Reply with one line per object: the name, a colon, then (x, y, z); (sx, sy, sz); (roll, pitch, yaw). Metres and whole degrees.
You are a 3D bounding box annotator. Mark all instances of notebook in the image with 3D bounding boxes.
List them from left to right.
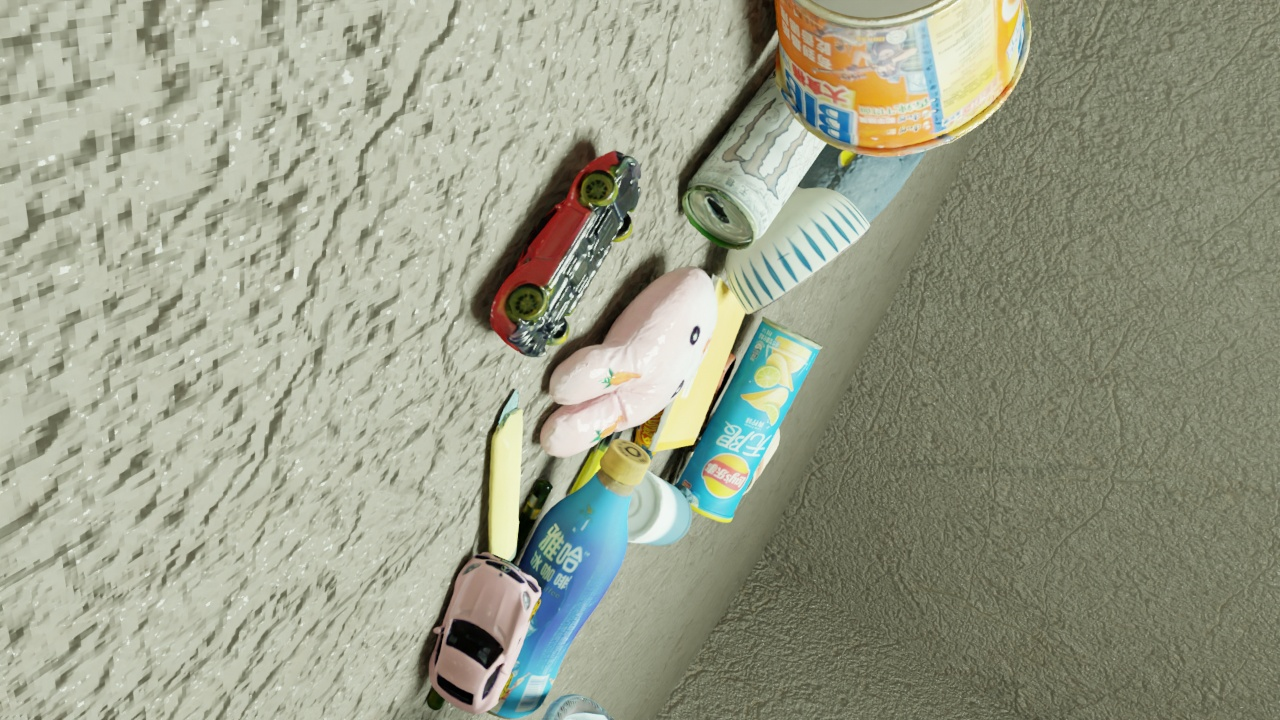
notebook: (0.055, 0.009, 0.800); (0.206, 0.010, 0.146); (14, 97, -78)

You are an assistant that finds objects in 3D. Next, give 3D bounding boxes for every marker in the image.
marker: (-0.021, 0.052, 0.698); (0.124, 0.015, 0.018); (-64, 165, 1)

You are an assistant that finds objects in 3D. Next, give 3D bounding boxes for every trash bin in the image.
trash bin: (-0.098, 0.376, 0.634); (0.195, 0.226, 0.226); (-24, 168, 10)

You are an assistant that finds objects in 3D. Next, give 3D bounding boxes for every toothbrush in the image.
toothbrush: (-0.104, 0.163, 0.635); (0.186, 0.012, 0.017); (-63, 170, 10)

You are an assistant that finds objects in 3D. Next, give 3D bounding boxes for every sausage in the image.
sausage: (0.011, 0.039, 0.757); (0.021, 0.021, 0.165); (-49, 161, -36)

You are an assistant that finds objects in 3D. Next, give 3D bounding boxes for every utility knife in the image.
utility knife: (-0.080, 0.079, 0.553); (0.030, 0.018, 0.163); (-52, 165, -43)

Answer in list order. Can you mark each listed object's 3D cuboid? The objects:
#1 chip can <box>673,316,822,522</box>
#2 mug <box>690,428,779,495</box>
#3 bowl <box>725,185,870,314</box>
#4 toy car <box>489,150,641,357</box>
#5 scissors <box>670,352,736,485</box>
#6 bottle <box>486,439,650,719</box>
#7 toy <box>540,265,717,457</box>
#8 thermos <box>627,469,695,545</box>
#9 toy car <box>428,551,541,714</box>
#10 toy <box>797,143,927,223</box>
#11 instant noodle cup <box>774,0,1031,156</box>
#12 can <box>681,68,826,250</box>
chip can: (0.110, 0.062, 0.961); (0.210, 0.071, 0.071); (-64, 164, 8)
mug: (0.101, 0.112, 1.087); (0.115, 0.081, 0.105); (-38, 179, 32)
bowl: (0.112, -0.095, 0.715); (0.116, 0.066, 0.116); (-36, -176, 2)
toy car: (-0.034, -0.052, 0.432); (0.106, 0.031, 0.049); (-57, 165, -7)
scissors: (0.052, 0.085, 0.983); (0.206, 0.015, 0.193); (-61, 166, 3)
bottle: (-0.055, 0.150, 0.637); (0.219, 0.065, 0.065); (-63, 165, 19)
toy: (-0.004, 0.003, 0.599); (0.159, 0.054, 0.122); (-37, 153, -38)
thermos: (0.007, 0.135, 0.839); (0.070, 0.070, 0.220); (-59, 165, -5)
toy car: (-0.103, 0.178, 0.586); (0.037, 0.056, 0.123); (-46, 160, -61)
toy: (0.206, -0.200, 0.846); (0.356, 0.091, 0.138); (-57, -168, -6)
instant noodle cup: (0.141, -0.207, 0.513); (0.151, 0.151, 0.111); (-59, 156, -4)
can: (0.088, -0.143, 0.602); (0.146, 0.058, 0.058); (-54, 163, -21)
